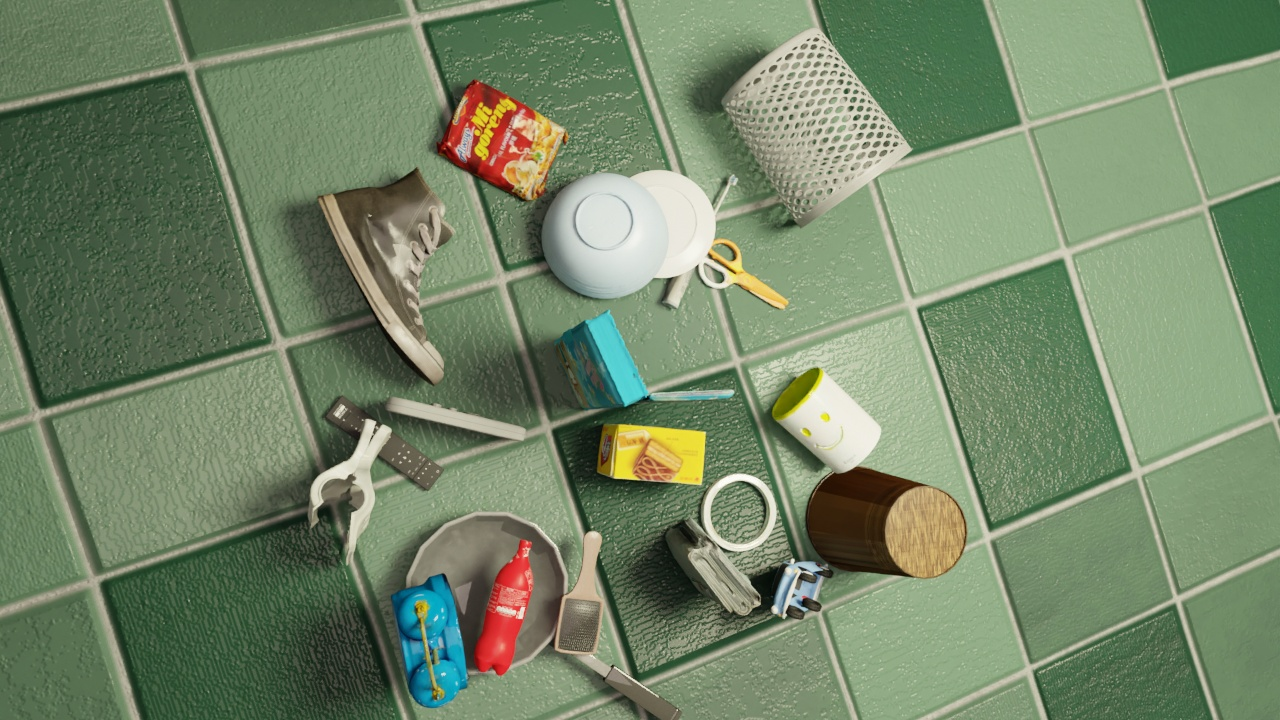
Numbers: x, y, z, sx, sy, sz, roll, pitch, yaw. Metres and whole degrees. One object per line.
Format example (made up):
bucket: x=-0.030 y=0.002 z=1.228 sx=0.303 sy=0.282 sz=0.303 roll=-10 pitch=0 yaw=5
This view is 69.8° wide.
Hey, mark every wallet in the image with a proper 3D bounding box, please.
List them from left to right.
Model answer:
wallet: x=0.080 y=0.233 z=1.038 sx=0.054 sy=0.132 sz=0.100 roll=-44 pitch=95 yaw=-9

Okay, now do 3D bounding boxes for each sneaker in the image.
sneaker: x=-0.248 y=-0.092 z=1.006 sx=0.119 sy=0.095 sz=0.234 roll=-26 pitch=85 yaw=-14

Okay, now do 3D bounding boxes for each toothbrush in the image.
toothbrush: x=0.074 y=-0.148 z=1.120 sx=0.022 sy=0.024 sz=0.185 roll=40 pitch=73 yaw=-53

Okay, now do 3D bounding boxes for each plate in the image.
plate: x=0.024 y=-0.166 z=1.101 sx=0.134 sy=0.011 sz=0.134 roll=1 pitch=81 yaw=-4

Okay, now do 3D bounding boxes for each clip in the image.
clip: x=-0.313 y=0.132 z=0.956 sx=0.104 sy=0.127 sz=0.151 roll=5 pitch=71 yaw=-20

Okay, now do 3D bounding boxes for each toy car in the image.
toy car: x=0.182 y=0.261 z=1.063 sx=0.055 sy=0.153 sz=0.056 roll=19 pitch=90 yaw=25

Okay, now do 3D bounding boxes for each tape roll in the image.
tape roll: x=0.119 y=0.184 z=1.111 sx=0.093 sy=0.013 sz=0.093 roll=1 pitch=86 yaw=-13

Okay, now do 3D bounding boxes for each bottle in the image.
bottle: x=-0.142 y=0.262 z=0.982 sx=0.042 sy=0.042 sz=0.141 roll=17 pitch=82 yaw=-12

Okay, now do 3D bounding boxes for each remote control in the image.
remote control: x=-0.284 y=0.092 z=1.021 sx=0.140 sy=0.009 sz=0.030 roll=38 pitch=78 yaw=-8
remote control: x=-0.203 y=0.063 z=1.010 sx=0.151 sy=0.074 sz=0.019 roll=14 pitch=82 yaw=-12

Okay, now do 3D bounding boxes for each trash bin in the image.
trash bin: x=0.204 y=-0.278 z=1.096 sx=0.156 sy=0.157 sz=0.183 roll=-36 pitch=92 yaw=-14

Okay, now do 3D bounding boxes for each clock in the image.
clock: x=-0.208 y=0.275 z=0.906 sx=0.060 sy=0.162 sz=0.116 roll=-10 pitch=86 yaw=-17

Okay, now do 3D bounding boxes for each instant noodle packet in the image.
instant noodle packet: x=-0.158 y=-0.254 z=1.064 sx=0.135 sy=0.040 sz=0.098 roll=27 pitch=87 yaw=-11

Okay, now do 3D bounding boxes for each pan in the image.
pan: x=-0.101 y=0.308 z=1.034 sx=0.357 sy=0.041 sz=0.178 roll=37 pitch=79 yaw=-9

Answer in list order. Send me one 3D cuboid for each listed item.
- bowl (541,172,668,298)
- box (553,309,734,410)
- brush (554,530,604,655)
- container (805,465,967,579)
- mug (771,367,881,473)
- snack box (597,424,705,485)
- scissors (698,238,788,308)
bowl: x=-0.041 y=-0.151 z=1.051 sx=0.150 sy=0.075 sz=0.150 roll=0 pitch=83 yaw=-1
box: x=-0.017 y=0.024 z=0.979 sx=0.171 sy=0.227 sz=0.084 roll=33 pitch=80 yaw=-9
brush: x=-0.061 y=0.258 z=1.018 sx=0.050 sy=0.015 sz=0.135 roll=11 pitch=83 yaw=-18
container: x=0.289 y=0.192 z=1.072 sx=0.132 sy=0.167 sz=0.132 roll=1 pitch=85 yaw=-14
mug: x=0.225 y=0.073 z=1.110 sx=0.106 sy=0.083 sz=0.082 roll=43 pitch=78 yaw=-8
snack box: x=0.011 y=0.107 z=1.054 sx=0.105 sy=0.084 sz=0.061 roll=6 pitch=85 yaw=-14
scissors: x=0.129 y=-0.097 z=1.134 sx=0.128 sy=0.013 sz=0.065 roll=35 pitch=80 yaw=-8
